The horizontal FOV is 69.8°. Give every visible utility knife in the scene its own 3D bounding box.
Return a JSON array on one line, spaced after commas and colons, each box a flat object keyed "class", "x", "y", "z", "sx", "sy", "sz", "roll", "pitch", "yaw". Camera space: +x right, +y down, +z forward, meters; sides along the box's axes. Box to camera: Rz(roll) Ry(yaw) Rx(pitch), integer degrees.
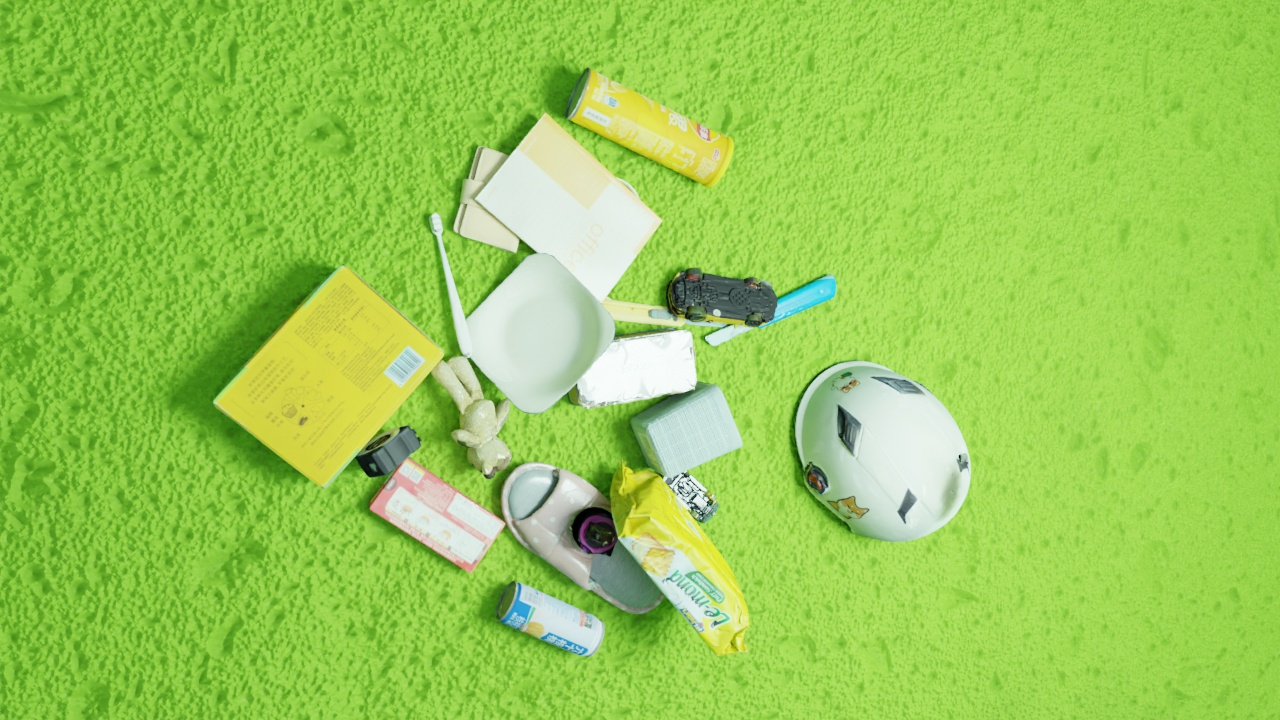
[{"class": "utility knife", "x": 0.023, "y": -0.063, "z": 1.226, "sx": 0.215, "sy": 0.022, "sz": 0.031, "roll": 5, "pitch": 93, "yaw": -25}, {"class": "utility knife", "x": 0.184, "y": -0.067, "z": 1.279, "sx": 0.218, "sy": 0.018, "sz": 0.034, "roll": -24, "pitch": 102, "yaw": -19}]

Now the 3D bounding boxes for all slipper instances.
[{"class": "slipper", "x": -0.066, "y": 0.233, "z": 1.181, "sx": 0.274, "sy": 0.054, "sz": 0.114, "roll": 44, "pitch": 78, "yaw": -17}]

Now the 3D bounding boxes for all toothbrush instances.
[{"class": "toothbrush", "x": -0.230, "y": -0.091, "z": 1.119, "sx": 0.016, "sy": 0.016, "sz": 0.180, "roll": -14, "pitch": 92, "yaw": -18}]

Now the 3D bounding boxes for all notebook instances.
[{"class": "notebook", "x": -0.087, "y": -0.190, "z": 1.160, "sx": 0.206, "sy": 0.010, "sz": 0.145, "roll": 41, "pitch": 78, "yaw": -19}]

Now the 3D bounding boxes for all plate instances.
[{"class": "plate", "x": -0.124, "y": -0.031, "z": 1.128, "sx": 0.164, "sy": 0.034, "sz": 0.163, "roll": -45, "pitch": 73, "yaw": 2}]

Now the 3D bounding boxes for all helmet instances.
[{"class": "helmet", "x": 0.356, "y": 0.132, "z": 1.279, "sx": 0.229, "sy": 0.157, "sz": 0.274, "roll": -36, "pitch": 104, "yaw": -16}]

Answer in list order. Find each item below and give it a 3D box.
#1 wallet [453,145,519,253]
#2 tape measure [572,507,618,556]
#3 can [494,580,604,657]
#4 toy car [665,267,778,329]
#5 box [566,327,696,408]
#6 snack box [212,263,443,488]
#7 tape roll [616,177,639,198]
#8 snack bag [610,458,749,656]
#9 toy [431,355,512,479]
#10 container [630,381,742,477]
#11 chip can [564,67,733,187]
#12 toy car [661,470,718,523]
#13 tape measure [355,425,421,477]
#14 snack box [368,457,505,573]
[{"class": "wallet", "x": -0.180, "y": -0.201, "z": 1.137, "sx": 0.087, "sy": 0.024, "sz": 0.115, "roll": 16, "pitch": 88, "yaw": -19}, {"class": "tape measure", "x": -0.054, "y": 0.211, "z": 1.134, "sx": 0.058, "sy": 0.039, "sz": 0.057, "roll": 23, "pitch": 84, "yaw": -17}, {"class": "can", "x": -0.114, "y": 0.331, "z": 1.168, "sx": 0.134, "sy": 0.053, "sz": 0.053, "roll": 29, "pitch": 82, "yaw": -19}, {"class": "toy car", "x": 0.111, "y": -0.080, "z": 1.234, "sx": 0.155, "sy": 0.041, "sz": 0.071, "roll": 5, "pitch": 69, "yaw": -18}, {"class": "box", "x": -0.007, "y": 0.007, "z": 1.192, "sx": 0.184, "sy": 0.062, "sz": 0.090, "roll": -7, "pitch": 95, "yaw": -22}, {"class": "snack box", "x": -0.356, "y": 0.017, "z": 1.057, "sx": 0.157, "sy": 0.070, "sz": 0.209, "roll": 43, "pitch": 78, "yaw": -17}, {"class": "tape roll", "x": -0.040, "y": -0.195, "z": 1.194, "sx": 0.085, "sy": 0.014, "sz": 0.086, "roll": -1, "pitch": 93, "yaw": -20}, {"class": "snack bag", "x": 0.050, "y": 0.244, "z": 1.161, "sx": 0.068, "sy": 0.158, "sz": 0.246, "roll": -36, "pitch": 108, "yaw": 5}, {"class": "toy", "x": -0.207, "y": 0.068, "z": 1.124, "sx": 0.104, "sy": 0.066, "sz": 0.157, "roll": -36, "pitch": 103, "yaw": -59}, {"class": "container", "x": 0.057, "y": 0.093, "z": 1.204, "sx": 0.111, "sy": 0.090, "sz": 0.090, "roll": -26, "pitch": 101, "yaw": -15}, {"class": "chip can", "x": 0.012, "y": -0.296, "z": 1.178, "sx": 0.213, "sy": 0.072, "sz": 0.072, "roll": 21, "pitch": 85, "yaw": -20}, {"class": "toy car", "x": 0.064, "y": 0.179, "z": 1.236, "sx": 0.091, "sy": 0.036, "sz": 0.043, "roll": 46, "pitch": 78, "yaw": -16}, {"class": "tape measure", "x": -0.301, "y": 0.108, "z": 1.083, "sx": 0.065, "sy": 0.066, "sz": 0.033, "roll": -42, "pitch": 111, "yaw": -42}, {"class": "snack box", "x": -0.249, "y": 0.189, "z": 1.127, "sx": 0.153, "sy": 0.025, "sz": 0.075, "roll": 38, "pitch": 81, "yaw": -17}]
